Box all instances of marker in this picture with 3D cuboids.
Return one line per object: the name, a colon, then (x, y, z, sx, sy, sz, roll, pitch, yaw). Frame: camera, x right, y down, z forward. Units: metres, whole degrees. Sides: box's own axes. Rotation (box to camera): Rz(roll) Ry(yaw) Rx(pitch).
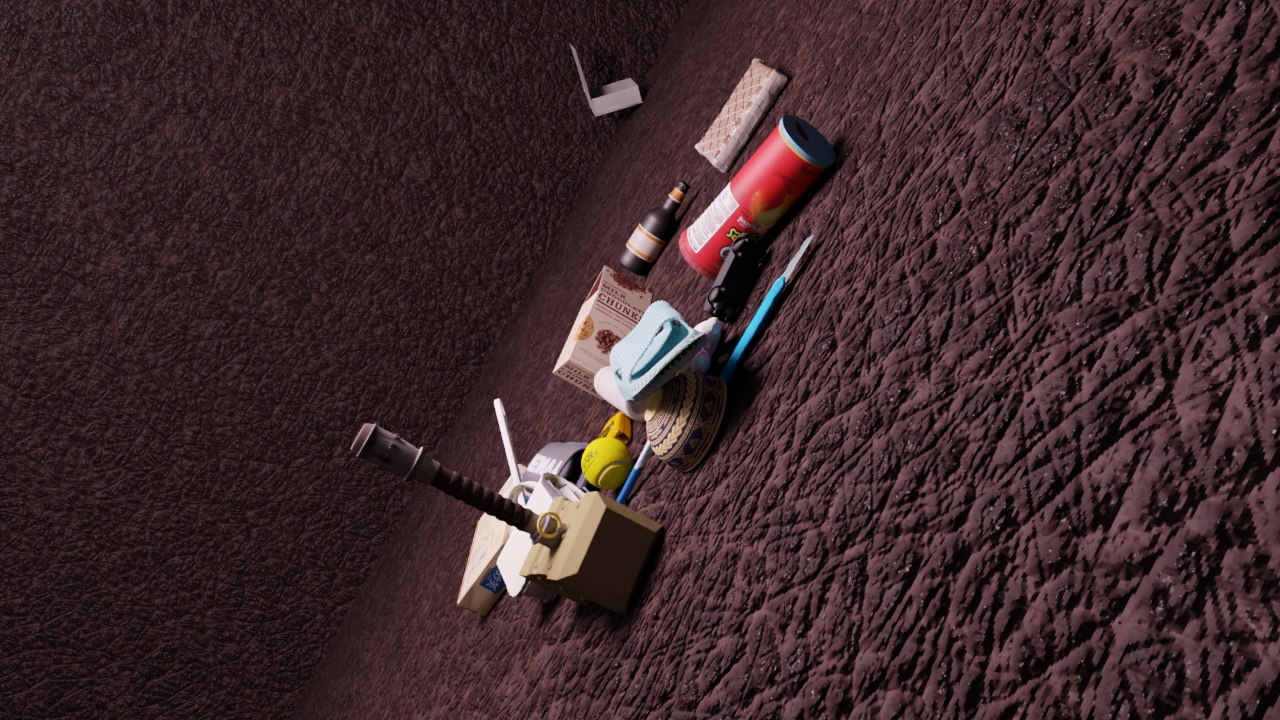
marker: (0.004, 0.116, 1.105, 0.013, 0.013, 0.142, -91, 25, -63)

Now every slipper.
slipper: (0.006, -0.010, 1.070, 0.116, 0.069, 0.276, -46, 5, -3)
slipper: (-0.128, 0.161, 1.374, 0.110, 0.083, 0.268, -62, 13, -13)

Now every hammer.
hammer: (-0.161, 0.157, 1.004, 0.100, 0.324, 0.191, -65, 15, -19)

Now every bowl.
bowl: (0.041, 0.060, 1.016, 0.113, 0.061, 0.112, -58, 17, 29)

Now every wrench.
wrench: (-0.188, 0.174, 1.390, 0.066, 0.018, 0.273, 76, 175, -60)

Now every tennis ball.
tennis ball: (-0.043, 0.132, 1.173, 0.065, 0.065, 0.065, -54, 16, 23)

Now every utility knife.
utility knife: (0.136, -0.050, 1.021, 0.207, 0.015, 0.031, -61, 15, 12)

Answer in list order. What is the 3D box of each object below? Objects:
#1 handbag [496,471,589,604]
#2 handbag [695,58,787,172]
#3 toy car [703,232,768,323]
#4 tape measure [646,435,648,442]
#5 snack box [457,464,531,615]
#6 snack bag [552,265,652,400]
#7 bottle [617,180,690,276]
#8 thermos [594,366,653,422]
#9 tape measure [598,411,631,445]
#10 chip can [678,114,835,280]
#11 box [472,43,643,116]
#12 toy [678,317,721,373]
handbag: (-0.135, 0.223, 1.244, 0.151, 0.074, 0.176, -63, 32, 9)
handbag: (0.170, -0.408, 1.531, 0.186, 0.047, 0.124, -56, 23, 18)
toy car: (0.116, -0.101, 1.126, 0.112, 0.046, 0.034, -64, 20, -5)
tape measure: (0.028, 0.082, 1.121, 0.052, 0.019, 0.058, -50, 26, 40)
snack box: (-0.225, 0.290, 1.500, 0.154, 0.055, 0.207, -53, 16, 24)
snack bag: (-0.053, -0.052, 1.497, 0.070, 0.094, 0.205, -36, 28, 57)
bottle: (0.031, -0.241, 1.645, 0.182, 0.059, 0.059, -56, 15, 17)
thermos: (-0.022, 0.043, 1.294, 0.052, 0.052, 0.224, -61, 15, -2)
tape measure: (-0.038, 0.105, 1.280, 0.059, 0.030, 0.068, -51, 16, 24)
chip can: (0.142, -0.199, 1.147, 0.214, 0.087, 0.086, -48, 19, 38)
box: (-0.264, -0.904, 2.943, 0.234, 0.528, 0.167, -59, 22, 17)
toy: (0.072, -0.016, 1.130, 0.076, 0.037, 0.125, -65, 10, -4)
